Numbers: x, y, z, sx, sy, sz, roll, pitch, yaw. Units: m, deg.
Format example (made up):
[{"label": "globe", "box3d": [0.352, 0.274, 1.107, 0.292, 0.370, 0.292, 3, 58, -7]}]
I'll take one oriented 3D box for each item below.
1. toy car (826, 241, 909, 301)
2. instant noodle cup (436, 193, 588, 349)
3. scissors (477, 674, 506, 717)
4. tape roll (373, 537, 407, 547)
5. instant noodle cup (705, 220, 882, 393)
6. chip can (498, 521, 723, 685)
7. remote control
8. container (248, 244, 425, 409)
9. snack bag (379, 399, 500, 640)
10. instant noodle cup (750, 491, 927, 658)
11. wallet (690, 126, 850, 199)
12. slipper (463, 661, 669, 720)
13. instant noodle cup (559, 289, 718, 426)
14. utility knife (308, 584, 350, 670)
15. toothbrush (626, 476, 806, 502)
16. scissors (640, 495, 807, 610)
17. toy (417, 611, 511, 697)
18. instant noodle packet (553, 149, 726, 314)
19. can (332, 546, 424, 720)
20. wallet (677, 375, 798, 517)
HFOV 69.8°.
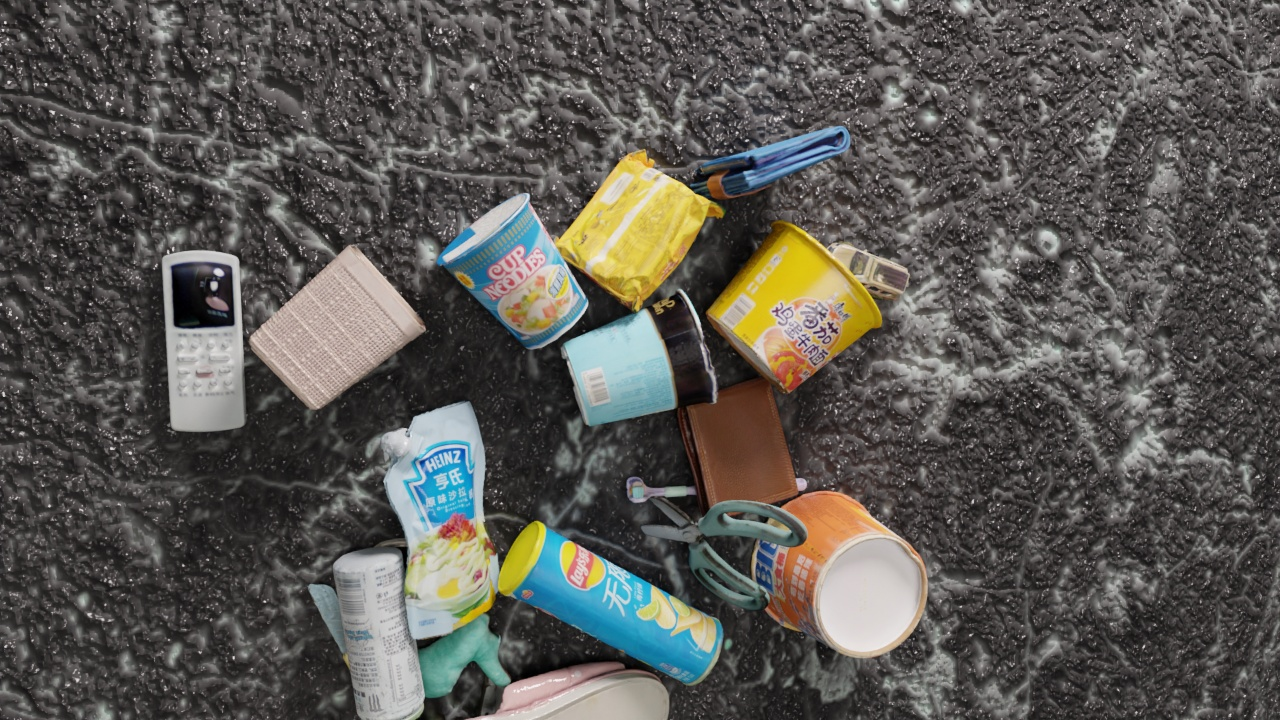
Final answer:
[{"label": "toy car", "box3d": [0.225, -0.090, 0.918, 0.090, 0.035, 0.042, 18, 89, -15]}, {"label": "instant noodle cup", "box3d": [-0.103, -0.073, 0.797, 0.099, 0.099, 0.110, -42, 112, -9]}, {"label": "scissors", "box3d": [-0.167, 0.399, 0.861, 0.192, 0.015, 0.207, -28, 103, -12]}, {"label": "tape roll", "box3d": [-0.216, 0.203, 0.827, 0.085, 0.014, 0.086, -2, 96, -16]}, {"label": "instant noodle cup", "box3d": [0.136, -0.043, 0.850, 0.110, 0.138, 0.138, -45, 106, 0]}, {"label": "chip can", "box3d": [-0.026, 0.229, 0.856, 0.210, 0.071, 0.071, 32, 86, -17]}, {"label": "remote control", "box3d": [-0.360, -0.015, 0.759, 0.058, 0.021, 0.150, -2, 97, -16]}, {"label": "container", "box3d": [-0.250, -0.026, 0.757, 0.111, 0.090, 0.090, -42, 105, -6]}, {"label": "snack bag", "box3d": [-0.172, 0.137, 0.801, 0.110, 0.039, 0.191, -15, 103, -45]}, {"label": "instant noodle cup", "box3d": [0.199, 0.213, 0.900, 0.151, 0.111, 0.151, -2, 96, -17]}, {"label": "wallet", "box3d": [0.112, -0.175, 0.824, 0.106, 0.133, 0.040, -23, 101, -14]}, {"label": "slipper", "box3d": [-0.096, 0.348, 0.848, 0.273, 0.054, 0.114, -6, 101, -31]}, {"label": "instant noodle cup", "box3d": [-0.005, 0.005, 0.830, 0.120, 0.111, 0.111, -18, 100, -5]}, {"label": "utility knife", "box3d": [-0.244, 0.293, 0.831, 0.031, 0.022, 0.219, -27, 98, -19]}, {"label": "toothbrush", "box3d": [0.079, 0.124, 0.904, 0.189, 0.021, 0.029, 0, 52, -18]}, {"label": "scissors", "box3d": [0.087, 0.185, 0.868, 0.180, 0.171, 0.019, 63, 37, -34]}, {"label": "toy", "box3d": [-0.166, 0.273, 0.840, 0.092, 0.030, 0.096, -38, 96, -8]}, {"label": "instant noodle packet", "box3d": [-0.002, -0.118, 0.825, 0.111, 0.044, 0.128, 37, 82, 22]}, {"label": "can", "box3d": [-0.224, 0.237, 0.790, 0.058, 0.058, 0.147, -9, 98, -16]}, {"label": "wallet", "box3d": [0.095, 0.086, 0.888, 0.101, 0.032, 0.124, -14, 90, -22]}]
